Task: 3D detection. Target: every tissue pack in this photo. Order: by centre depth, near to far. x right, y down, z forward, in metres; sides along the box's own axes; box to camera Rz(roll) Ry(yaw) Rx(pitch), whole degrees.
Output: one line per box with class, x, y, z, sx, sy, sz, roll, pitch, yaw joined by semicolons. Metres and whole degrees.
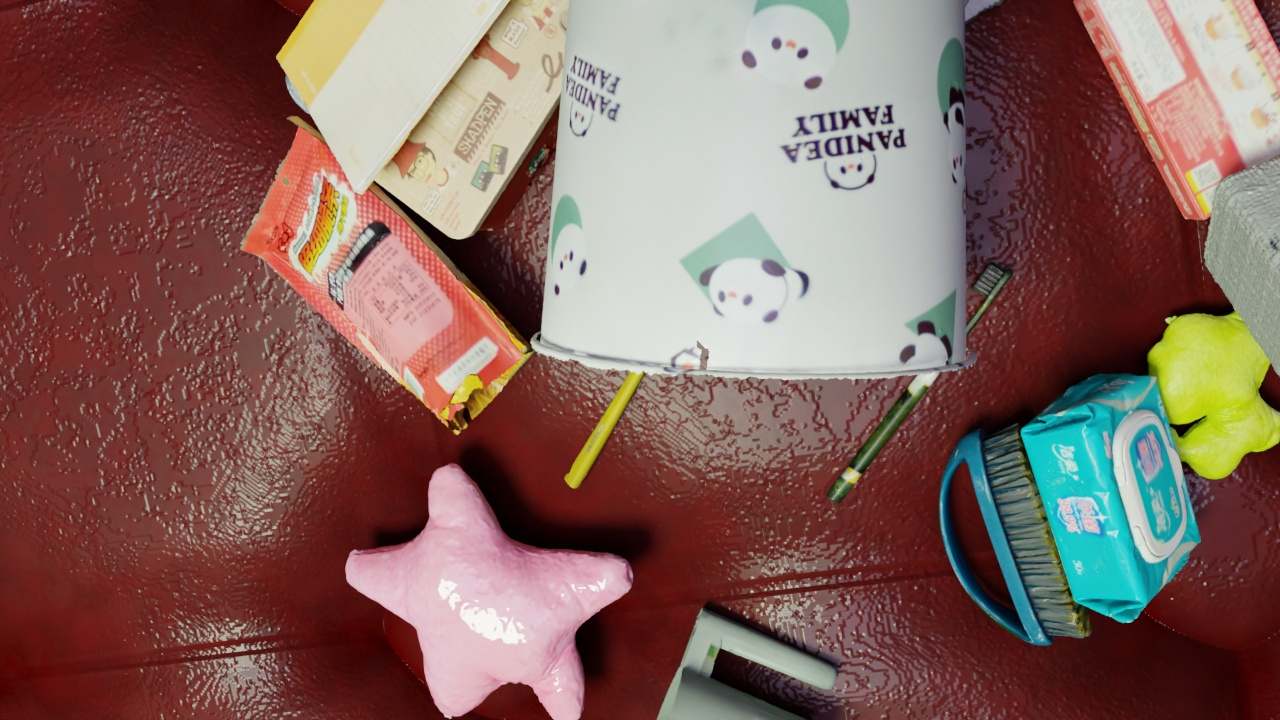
tissue pack;0.281;0.077;0.541;0.050;0.093;0.133;-12;99;52

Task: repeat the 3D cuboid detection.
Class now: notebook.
notebook;-0.135;-0.219;0.541;0.207;0.010;0.146;-46;60;19

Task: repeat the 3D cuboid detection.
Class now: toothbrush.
toothbrush;0.176;0.016;0.592;0.017;0.012;0.186;36;102;8
toothbrush;-0.004;0.004;0.617;0.016;0.015;0.190;31;102;8

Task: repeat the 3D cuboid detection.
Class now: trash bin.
trash bin;0.059;-0.130;0.469;0.230;0.229;0.252;2;99;9

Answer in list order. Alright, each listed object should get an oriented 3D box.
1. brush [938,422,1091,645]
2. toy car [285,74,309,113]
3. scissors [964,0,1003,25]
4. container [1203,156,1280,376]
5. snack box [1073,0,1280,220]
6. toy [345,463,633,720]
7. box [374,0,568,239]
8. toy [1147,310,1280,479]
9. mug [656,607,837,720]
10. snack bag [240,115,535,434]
brush;0.229;0.112;0.578;0.074;0.055;0.144;-19;95;31
toy car;-0.183;-0.207;0.605;0.121;0.036;0.054;-31;93;15
scissors;0.163;-0.192;0.561;0.226;0.015;0.189;-9;97;11
container;0.373;-0.051;0.491;0.090;0.090;0.114;-21;52;11
snack box;0.325;-0.166;0.534;0.075;0.025;0.153;-29;93;12
toy;-0.115;0.171;0.631;0.194;0.074;0.179;25;104;8
box;-0.090;-0.169;0.582;0.091;0.078;0.169;37;108;1
toy;0.345;0.019;0.556;0.097;0.031;0.100;-40;91;14
mug;0.067;0.244;0.615;0.103;0.084;0.123;22;76;4
snack bag;-0.172;-0.049;0.607;0.208;0.073;0.129;44;131;2
